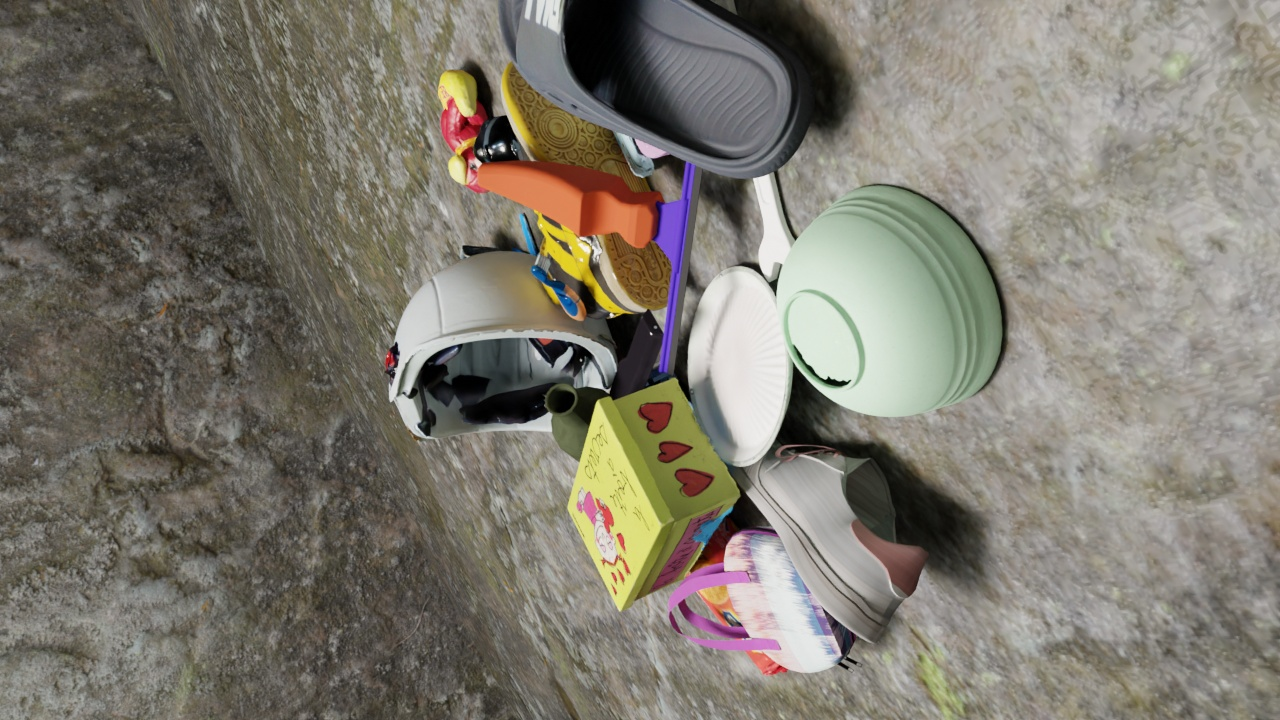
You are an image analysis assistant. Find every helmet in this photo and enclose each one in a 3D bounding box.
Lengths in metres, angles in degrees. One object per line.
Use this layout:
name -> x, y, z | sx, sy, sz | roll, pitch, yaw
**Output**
helmet -> -0.142, -0.026, 0.951 | 0.265, 0.236, 0.163 | 109, 155, -64

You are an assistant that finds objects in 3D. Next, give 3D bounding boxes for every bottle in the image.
bottle -> -0.044, 0.070, 0.908 | 0.071, 0.071, 0.207 | 49, 179, 25

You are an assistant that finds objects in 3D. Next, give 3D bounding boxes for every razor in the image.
razor -> -0.114, -0.206, 0.878 | 0.141, 0.063, 0.053 | 23, 136, 56

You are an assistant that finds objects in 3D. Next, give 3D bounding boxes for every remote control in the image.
remote control -> -0.005, 0.005, 0.809 | 0.032, 0.015, 0.137 | 61, 155, 23

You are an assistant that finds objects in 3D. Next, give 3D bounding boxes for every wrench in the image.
wrench -> 0.074, -0.169, 0.626 | 0.047, 0.009, 0.273 | 18, 130, 56

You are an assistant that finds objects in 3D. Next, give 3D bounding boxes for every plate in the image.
plate -> 0.078, 0.005, 0.721 | 0.157, 0.014, 0.157 | 180, 90, -67

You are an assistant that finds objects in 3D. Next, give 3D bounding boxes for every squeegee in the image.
squeegee -> -0.041, -0.122, 0.707 | 0.185, 0.055, 0.250 | 18, 127, 15

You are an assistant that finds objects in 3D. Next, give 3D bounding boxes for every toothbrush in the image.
toothbrush -> -0.067, -0.059, 0.771 | 0.021, 0.017, 0.135 | 19, 170, 16

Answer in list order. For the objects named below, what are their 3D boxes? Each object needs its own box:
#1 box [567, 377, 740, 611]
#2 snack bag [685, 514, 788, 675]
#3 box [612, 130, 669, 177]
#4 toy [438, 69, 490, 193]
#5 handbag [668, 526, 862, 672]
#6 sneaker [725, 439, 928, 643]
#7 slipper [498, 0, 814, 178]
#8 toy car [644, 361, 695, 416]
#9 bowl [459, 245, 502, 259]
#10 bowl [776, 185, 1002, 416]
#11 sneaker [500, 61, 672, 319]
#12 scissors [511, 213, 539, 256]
box -> 0.003, 0.122, 0.804 | 0.124, 0.082, 0.221 | 61, 159, 22
snack bag -> 0.100, 0.223, 0.894 | 0.176, 0.082, 0.082 | 49, 152, 28
box -> -0.024, -0.249, 0.694 | 0.214, 0.051, 0.149 | 64, 158, -5
toy -> -0.187, -0.244, 0.987 | 0.137, 0.067, 0.106 | 69, 162, 4
handbag -> 0.100, 0.215, 0.806 | 0.170, 0.067, 0.144 | -18, 100, 36
sneaker -> 0.142, 0.103, 0.701 | 0.099, 0.089, 0.236 | 39, -170, -33
slipper -> -0.015, -0.199, 0.589 | 0.268, 0.083, 0.111 | 36, 113, 28
toy car -> 0.036, 0.078, 0.883 | 0.153, 0.056, 0.055 | 64, 169, 9
bowl -> -0.171, -0.094, 1.096 | 0.110, 0.055, 0.110 | 58, 164, 27
bowl -> 0.138, -0.026, 0.571 | 0.151, 0.076, 0.151 | 44, 148, 36
sneaker -> -0.060, -0.142, 0.810 | 0.238, 0.085, 0.122 | 61, 151, -6
scissors -> -0.118, -0.106, 1.044 | 0.130, 0.013, 0.125 | 21, 132, 55
